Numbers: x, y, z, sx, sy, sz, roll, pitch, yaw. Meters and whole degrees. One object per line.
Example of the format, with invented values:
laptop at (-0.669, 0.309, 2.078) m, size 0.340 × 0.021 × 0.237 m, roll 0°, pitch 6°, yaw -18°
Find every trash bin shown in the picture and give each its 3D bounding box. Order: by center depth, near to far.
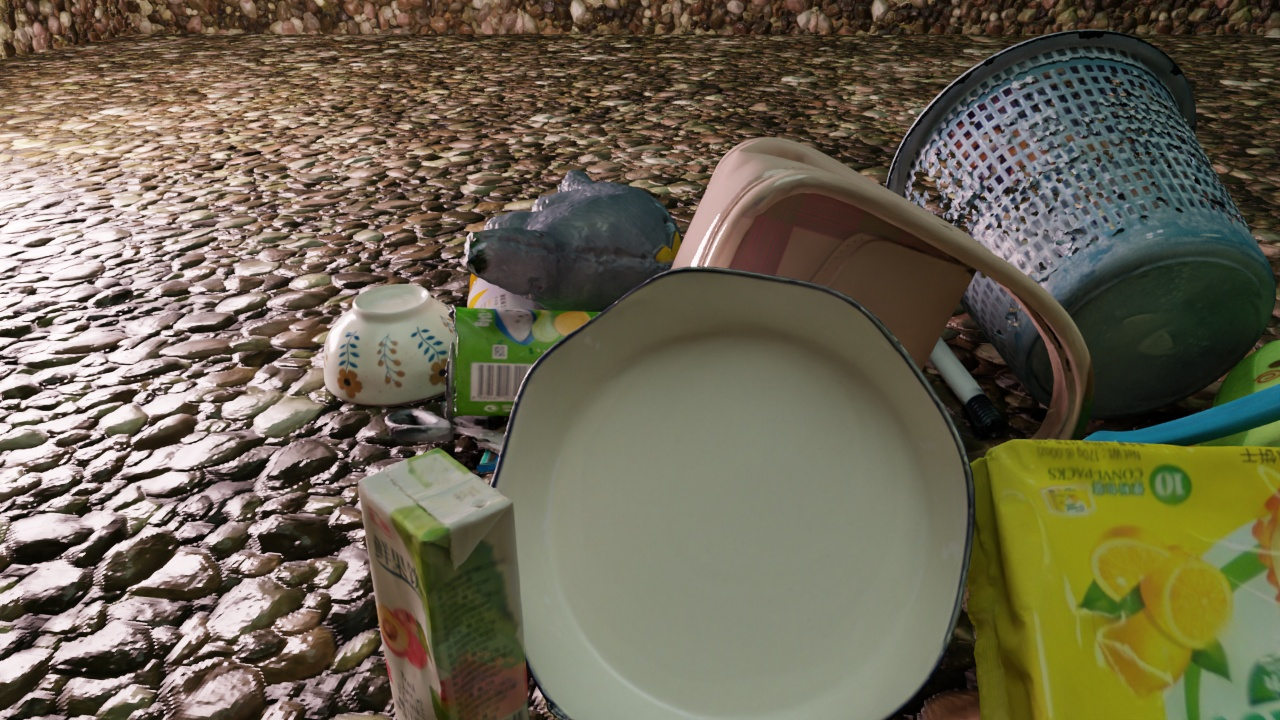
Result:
trash bin at (0.302, -0.076, 0.625) m, size 0.226 × 0.227 × 0.194 m, roll -2°, pitch 44°, yaw -2°

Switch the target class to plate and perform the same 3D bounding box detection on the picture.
plate at (0.033, 0.064, 0.390) m, size 0.205 × 0.204 × 0.045 m, roll 10°, pitch -8°, yaw 22°

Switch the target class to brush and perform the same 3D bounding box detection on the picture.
brush at (0.245, 0.043, 0.441) m, size 0.255 × 0.083 × 0.045 m, roll -23°, pitch 46°, yaw 4°

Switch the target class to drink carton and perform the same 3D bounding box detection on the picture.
drink carton at (-0.075, 0.101, 0.366) m, size 0.045 × 0.123 × 0.053 m, roll -21°, pitch 32°, yaw -37°

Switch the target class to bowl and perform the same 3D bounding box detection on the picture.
bowl at (-0.181, -0.018, 0.681) m, size 0.113 × 0.062 × 0.113 m, roll -2°, pitch 28°, yaw 1°

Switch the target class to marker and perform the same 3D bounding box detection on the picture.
marker at (0.223, 0.015, 0.645) m, size 0.022 × 0.018 × 0.130 m, roll -11°, pitch 27°, yaw 1°

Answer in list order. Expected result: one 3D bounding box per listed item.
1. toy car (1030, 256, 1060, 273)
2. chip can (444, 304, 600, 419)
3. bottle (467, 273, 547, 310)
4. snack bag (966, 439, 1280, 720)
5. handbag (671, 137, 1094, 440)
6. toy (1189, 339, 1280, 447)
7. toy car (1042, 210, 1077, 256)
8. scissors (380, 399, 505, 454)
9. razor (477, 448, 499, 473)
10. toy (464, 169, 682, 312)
toy car at (0.354, -0.074, 0.797) m, size 0.090 × 0.035 × 0.042 m, roll 21°, pitch 32°, yaw 37°
chip can at (-0.003, 0.003, 0.583) m, size 0.236 × 0.072 × 0.072 m, roll 1°, pitch 26°, yaw -11°
bottle at (-0.097, -0.039, 0.695) m, size 0.068 × 0.068 × 0.189 m, roll -5°, pitch 32°, yaw -7°
snack bag at (0.238, 0.112, 0.336) m, size 0.246 × 0.068 × 0.157 m, roll 1°, pitch 58°, yaw 2°
handbag at (0.122, 0.005, 0.488) m, size 0.234 × 0.194 × 0.093 m, roll 18°, pitch 27°, yaw -5°
toy at (0.356, 0.060, 0.466) m, size 0.227 × 0.090 × 0.246 m, roll 9°, pitch 33°, yaw 20°
toy car at (0.426, -0.113, 0.874) m, size 0.054 × 0.037 × 0.120 m, roll -1°, pitch 29°, yaw -1°
scissors at (-0.088, 0.044, 0.562) m, size 0.173 × 0.014 × 0.145 m, roll 0°, pitch 11°, yaw 16°
razor at (-0.024, 0.066, 0.548) m, size 0.142 × 0.022 × 0.042 m, roll 1°, pitch 11°, yaw -4°
toy at (-0.036, -0.088, 0.673) m, size 0.138 × 0.091 × 0.355 m, roll 25°, pitch 19°, yaw 0°
